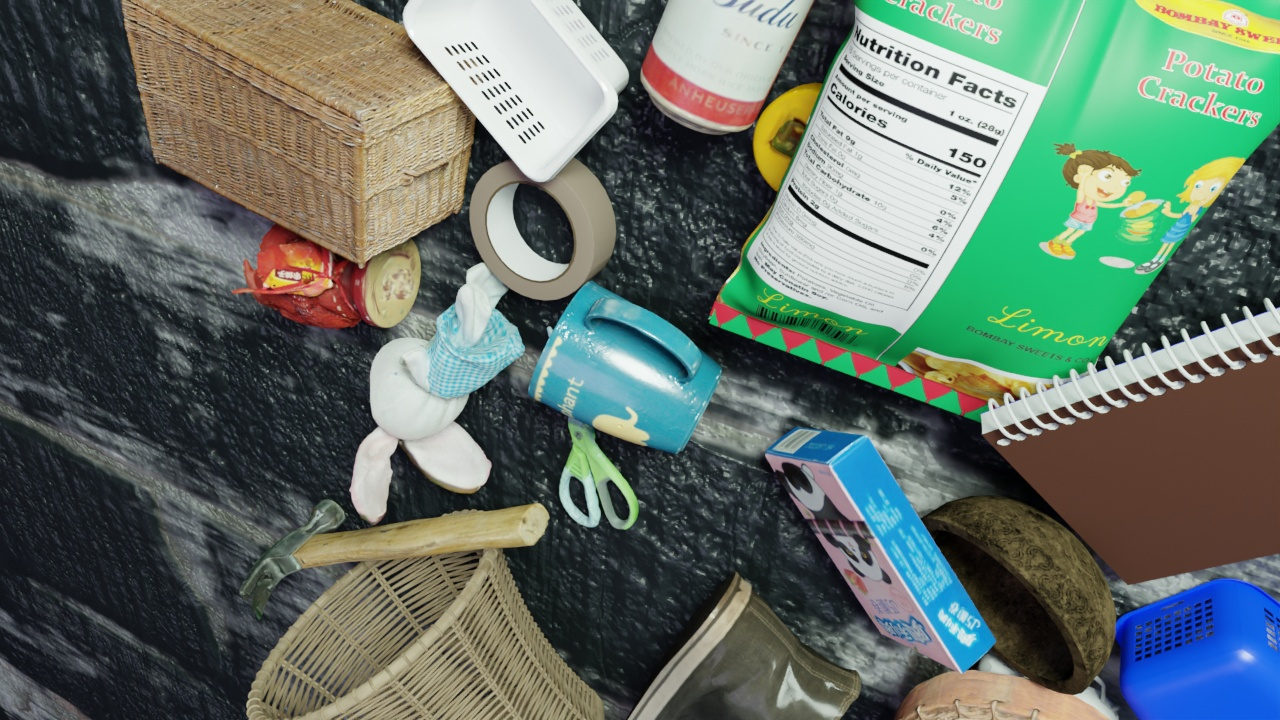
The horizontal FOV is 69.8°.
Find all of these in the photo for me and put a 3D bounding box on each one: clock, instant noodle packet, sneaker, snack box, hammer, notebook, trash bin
[{"bbox_3d":[0.247,0.230,0.591,0.087,0.044,0.125,29,127,12],"label":"clock"},{"bbox_3d":[0.160,-0.082,0.425,0.195,0.090,0.253,20,129,3],"label":"instant noodle packet"},{"bbox_3d":[0.060,0.270,0.696,0.120,0.095,0.235,36,121,7],"label":"sneaker"},{"bbox_3d":[0.144,0.113,0.562,0.154,0.033,0.088,57,166,-9],"label":"snack box"},{"bbox_3d":[-0.205,0.148,0.741,0.331,0.131,0.033,-14,111,36],"label":"hammer"},{"bbox_3d":[0.296,0.037,0.428,0.210,0.022,0.171,-28,124,38],"label":"notebook"},{"bbox_3d":[0.189,0.298,0.500,0.151,0.209,0.151,14,123,23],"label":"trash bin"}]

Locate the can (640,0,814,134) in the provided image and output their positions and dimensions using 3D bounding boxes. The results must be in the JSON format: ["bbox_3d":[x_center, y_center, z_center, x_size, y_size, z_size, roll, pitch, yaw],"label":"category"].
[{"bbox_3d":[0.058,-0.195,0.442,0.067,0.067,0.171,34,128,9],"label":"can"}]

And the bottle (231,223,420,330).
[{"bbox_3d":[-0.228,-0.068,0.661,0.111,0.098,0.099,13,122,18],"label":"bottle"}]

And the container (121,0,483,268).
[{"bbox_3d":[-0.211,-0.159,0.588,0.198,0.113,0.113,28,130,15],"label":"container"}]

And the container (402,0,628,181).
[{"bbox_3d":[-0.066,-0.179,0.533,0.129,0.049,0.081,50,129,-4],"label":"container"}]

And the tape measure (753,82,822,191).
[{"bbox_3d":[0.091,-0.117,0.491,0.059,0.030,0.068,35,128,6],"label":"tape measure"}]

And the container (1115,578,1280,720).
[{"bbox_3d":[0.332,0.190,0.510,0.114,0.058,0.096,47,129,-1],"label":"container"}]

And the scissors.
[{"bbox_3d":[-0.040,0.052,0.675,0.072,0.033,0.176,6,123,31],"label":"scissors"}]

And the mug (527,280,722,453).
[{"bbox_3d":[-0.003,0.003,0.573,0.104,0.084,0.112,28,153,3],"label":"mug"}]

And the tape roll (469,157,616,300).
[{"bbox_3d":[-0.064,-0.088,0.596,0.094,0.030,0.094,14,123,23],"label":"tape roll"}]

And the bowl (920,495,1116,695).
[{"bbox_3d":[0.221,0.122,0.523,0.121,0.056,0.121,50,166,17],"label":"bowl"}]

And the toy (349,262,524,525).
[{"bbox_3d":[-0.156,0.010,0.669,0.105,0.130,0.206,42,124,23],"label":"toy"}]

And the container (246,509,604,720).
[{"bbox_3d":[-0.157,0.269,0.740,0.227,0.226,0.196,-19,112,36],"label":"container"}]
